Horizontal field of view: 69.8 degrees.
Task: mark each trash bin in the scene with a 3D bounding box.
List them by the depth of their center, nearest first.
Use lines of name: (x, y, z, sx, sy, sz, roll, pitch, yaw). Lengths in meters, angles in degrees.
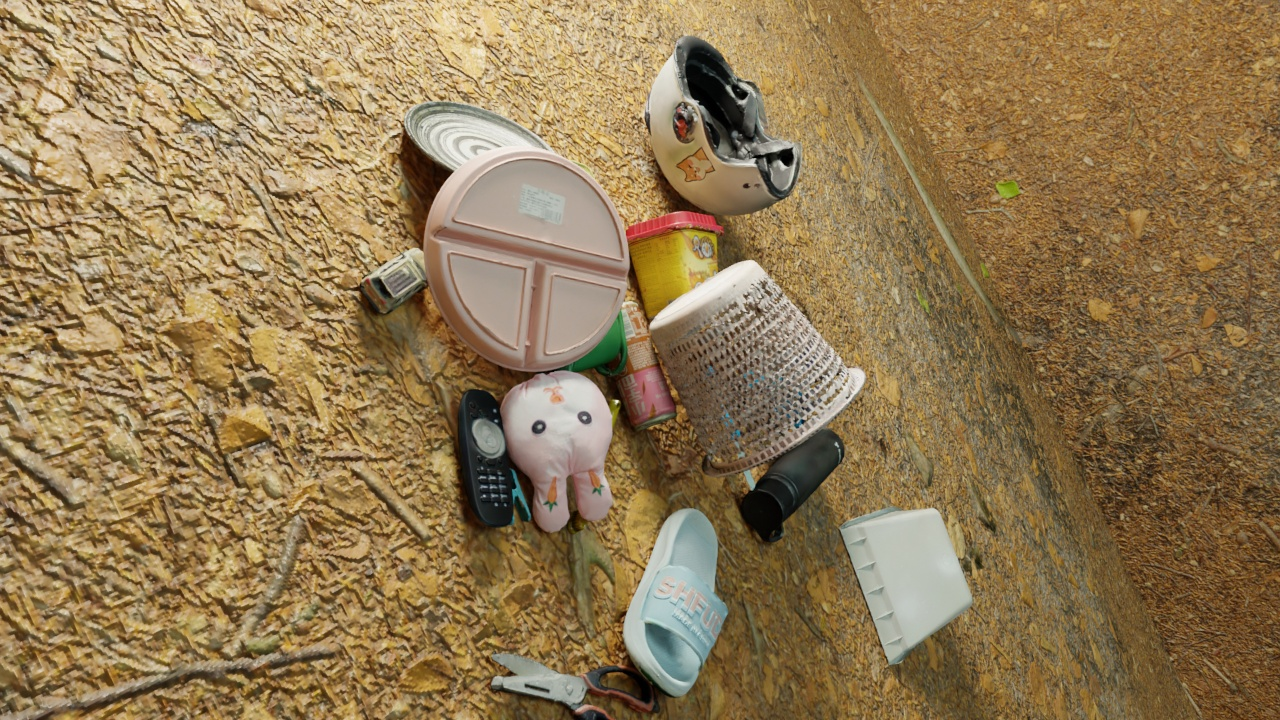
trash bin: (0.121, -0.002, 1.090, 0.192, 0.228, 0.226, 57, 34, -8)

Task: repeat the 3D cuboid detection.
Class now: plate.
plate: (-0.104, -0.103, 0.922, 0.229, 0.028, 0.229, 2, 87, -33)
plate: (-0.170, -0.226, 0.995, 0.179, 0.024, 0.179, 20, 35, -15)

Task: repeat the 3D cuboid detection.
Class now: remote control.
remote control: (-0.149, 0.093, 0.868, 0.053, 0.024, 0.136, 13, 58, -47)

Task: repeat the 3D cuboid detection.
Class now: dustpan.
dustpan: (0.423, 0.349, 1.503, 0.257, 0.143, 0.222, -14, 79, -26)

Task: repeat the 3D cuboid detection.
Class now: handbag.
handbag: (-0.076, -0.029, 1.018, 0.131, 0.068, 0.120, -17, 92, -58)

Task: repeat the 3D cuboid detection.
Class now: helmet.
helmet: (0.103, -0.325, 1.368, 0.274, 0.157, 0.229, 50, 36, -3)

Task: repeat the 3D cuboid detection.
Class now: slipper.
slipper: (0.053, 0.254, 0.995, 0.104, 0.074, 0.244, 51, 32, -21)

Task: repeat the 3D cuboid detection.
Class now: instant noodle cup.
instant noodle cup: (0.048, -0.122, 1.211, 0.116, 0.116, 0.123, -4, 83, -55)

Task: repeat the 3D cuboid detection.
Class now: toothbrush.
toothbrush: (-0.046, 0.111, 1.005, 0.015, 0.017, 0.189, 47, 37, -26)

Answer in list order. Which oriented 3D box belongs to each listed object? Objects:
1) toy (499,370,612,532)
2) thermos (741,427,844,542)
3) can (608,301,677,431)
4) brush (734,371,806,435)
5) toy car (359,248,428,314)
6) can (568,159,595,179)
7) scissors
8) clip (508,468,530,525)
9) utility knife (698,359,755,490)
toy: (-0.078, 0.089, 0.928, 0.121, 0.054, 0.159, -12, 85, -28)
thermos: (0.216, 0.174, 1.292, 0.241, 0.068, 0.090, -29, 121, -55)
can: (-0.006, 0.006, 1.090, 0.057, 0.058, 0.147, -10, 78, -56)
brush: (0.194, 0.056, 1.319, 0.143, 0.074, 0.055, 33, 40, -38)
toy car: (-0.225, -0.078, 0.867, 0.042, 0.035, 0.090, 58, 31, -13)
can: (-0.091, -0.169, 1.064, 0.057, 0.083, 0.102, 6, 65, -52)
scissors: (-0.055, 0.324, 0.856, 0.202, 0.015, 0.204, -22, 88, -57)
clip: (-0.124, 0.132, 0.888, 0.038, 0.013, 0.055, -2, 70, -55)
utility knife: (0.114, 0.074, 1.224, 0.034, 0.018, 0.216, 15, 49, -54)
